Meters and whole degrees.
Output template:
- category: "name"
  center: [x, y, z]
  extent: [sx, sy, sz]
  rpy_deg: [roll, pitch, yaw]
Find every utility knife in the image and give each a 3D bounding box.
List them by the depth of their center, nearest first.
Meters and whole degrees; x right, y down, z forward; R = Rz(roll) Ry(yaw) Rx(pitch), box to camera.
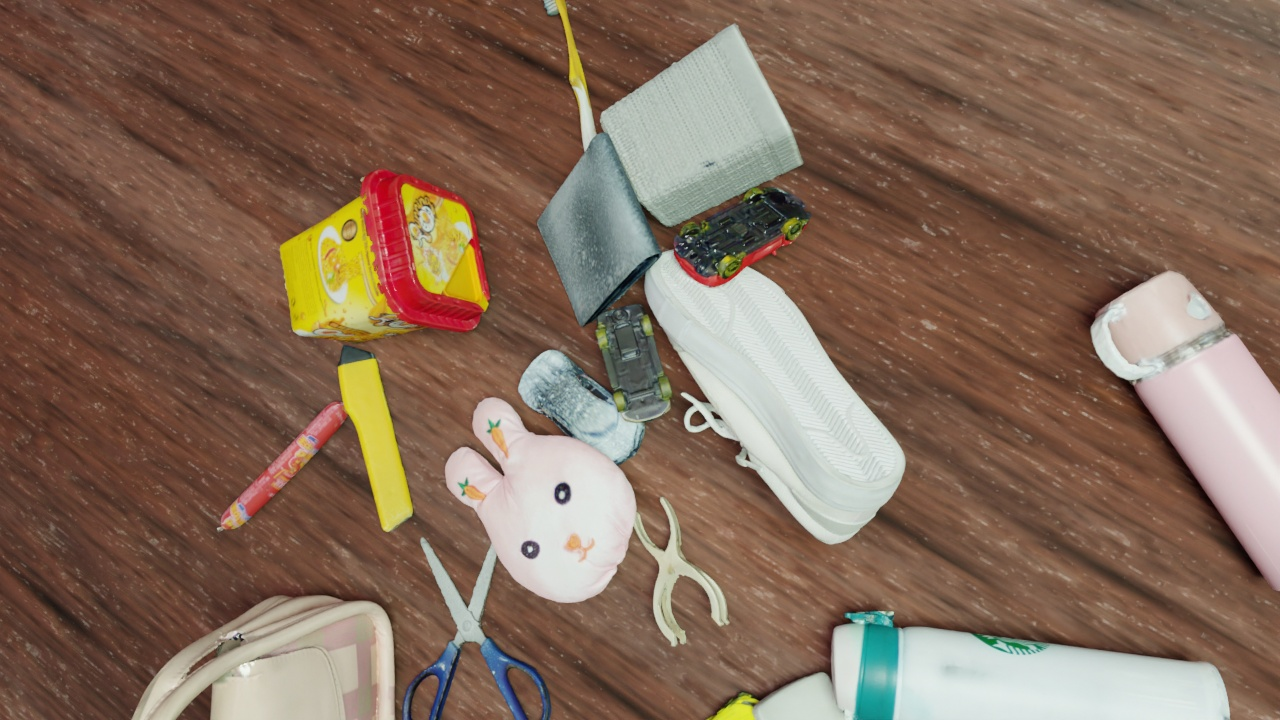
- category: "utility knife"
  center: [-0.211, 0.060, 0.726]
  extent: [0.033, 0.015, 0.153]
  rpy_deg: [-13, 78, -21]

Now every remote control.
- category: "remote control"
  center: [0.130, 0.287, 0.608]
  extent: [0.058, 0.021, 0.150]
  rpy_deg: [-21, 78, -17]

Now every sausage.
- category: "sausage"
  center: [-0.288, 0.087, 0.743]
  extent: [0.156, 0.020, 0.020]
  rpy_deg: [-45, 76, 5]

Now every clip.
- category: "clip"
  center: [0.038, 0.147, 0.651]
  extent: [0.084, 0.035, 0.104]
  rpy_deg: [-9, 73, 15]

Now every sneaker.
- category: "sneaker"
  center: [0.081, 0.022, 0.638]
  extent: [0.089, 0.091, 0.242]
  rpy_deg: [-19, 55, -27]

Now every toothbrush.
- category: "toothbrush"
  center: [-0.052, -0.216, 0.725]
  extent: [0.018, 0.016, 0.191]
  rpy_deg: [-17, 79, 22]

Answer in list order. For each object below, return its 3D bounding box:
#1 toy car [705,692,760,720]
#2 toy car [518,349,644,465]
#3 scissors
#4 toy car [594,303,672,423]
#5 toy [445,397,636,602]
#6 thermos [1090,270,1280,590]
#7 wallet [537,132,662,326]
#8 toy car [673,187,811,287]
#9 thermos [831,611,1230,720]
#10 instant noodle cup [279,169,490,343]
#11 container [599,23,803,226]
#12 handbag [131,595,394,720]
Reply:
- category: "toy car"
  center: [0.051, 0.276, 0.631]
  extent: [0.105, 0.032, 0.048]
  rpy_deg: [-44, 75, 3]
- category: "toy car"
  center: [-0.045, 0.036, 0.684]
  extent: [0.105, 0.031, 0.049]
  rpy_deg: [38, 95, 13]
- category: "scissors"
  center: [-0.128, 0.216, 0.692]
  extent: [0.175, 0.012, 0.162]
  rpy_deg: [39, 92, 17]
- category: "toy car"
  center: [-0.004, 0.004, 0.668]
  extent: [0.042, 0.035, 0.090]
  rpy_deg: [-17, 65, 3]
- category: "toy"
  center: [-0.077, 0.101, 0.670]
  extent: [0.159, 0.054, 0.121]
  rpy_deg: [34, 107, 20]
- category: "thermos"
  center: [0.355, 0.042, 0.563]
  extent: [0.087, 0.067, 0.198]
  rpy_deg: [-24, 77, -28]
- category: "wallet"
  center: [-0.034, -0.091, 0.666]
  extent: [0.019, 0.121, 0.097]
  rpy_deg: [-14, 75, -34]
- category: "toy car"
  center: [0.074, -0.089, 0.656]
  extent: [0.106, 0.031, 0.049]
  rpy_deg: [-33, 60, -22]
- category: "thermos"
  center: [0.234, 0.206, 0.578]
  extent: [0.224, 0.073, 0.073]
  rpy_deg: [4, 84, 14]
- category: "instant noodle cup"
  center: [-0.198, -0.068, 0.698]
  extent: [0.124, 0.116, 0.116]
  rpy_deg: [-17, 79, 22]
- category: "container"
  center: [0.043, -0.161, 0.659]
  extent: [0.114, 0.090, 0.090]
  rpy_deg: [-27, 77, 12]
- category: "handbag"
  center: [-0.256, 0.262, 0.601]
  extent: [0.093, 0.234, 0.193]
  rpy_deg: [-3, 82, 15]
